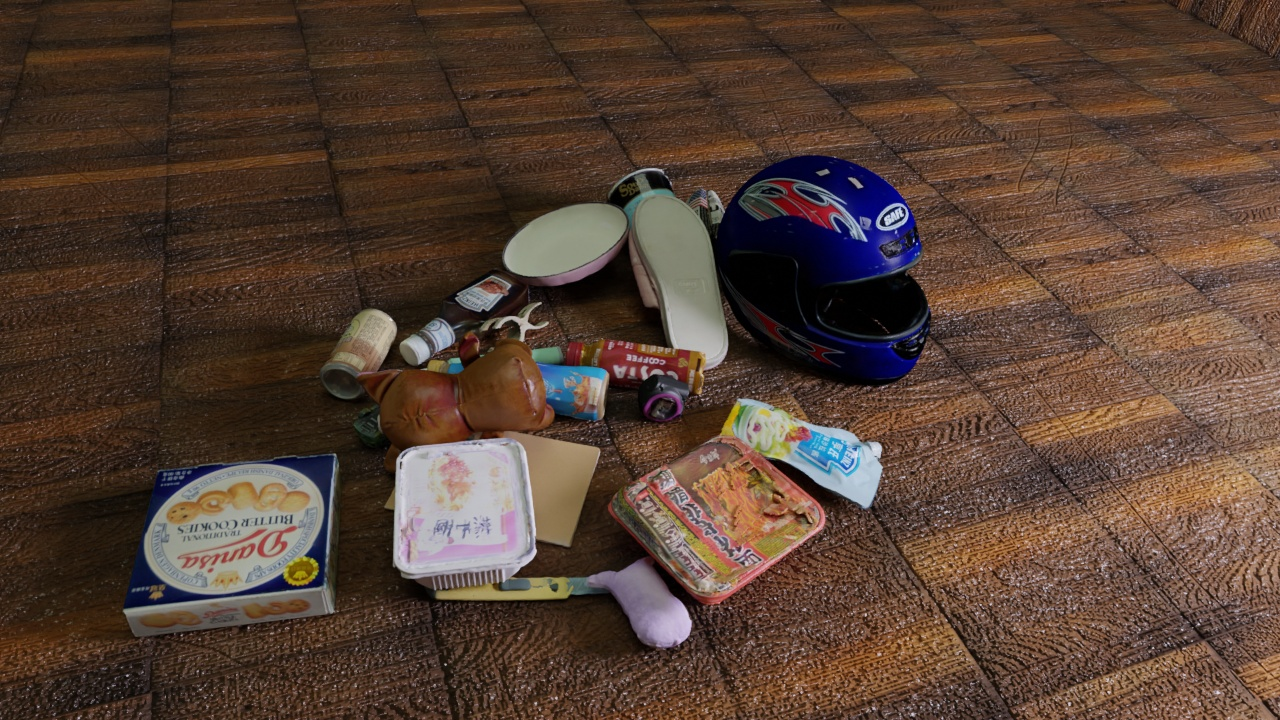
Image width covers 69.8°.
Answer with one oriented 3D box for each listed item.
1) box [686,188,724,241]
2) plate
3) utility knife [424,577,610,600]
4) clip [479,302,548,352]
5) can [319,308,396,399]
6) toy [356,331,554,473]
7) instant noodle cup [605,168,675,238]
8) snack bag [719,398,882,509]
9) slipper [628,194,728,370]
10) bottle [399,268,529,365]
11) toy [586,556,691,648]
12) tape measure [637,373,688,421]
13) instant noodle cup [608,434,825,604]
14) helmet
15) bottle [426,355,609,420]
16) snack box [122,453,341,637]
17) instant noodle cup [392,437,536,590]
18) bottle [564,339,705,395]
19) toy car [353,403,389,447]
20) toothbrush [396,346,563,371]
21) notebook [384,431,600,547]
[{"bbox_3d":[0.092,-0.205,1.421,0.087,0.076,0.162,-11,43,11],"label":"box"},{"bbox_3d":[-0.104,-0.163,1.328,0.192,0.039,0.192,-13,38,10],"label":"plate"},{"bbox_3d":[-0.120,0.230,0.928,0.198,0.021,0.030,4,47,-9],"label":"utility knife"},{"bbox_3d":[-0.161,-0.032,1.211,0.035,0.081,0.104,-6,4,39],"label":"clip"},{"bbox_3d":[-0.348,-0.008,1.136,0.058,0.059,0.116,9,41,4],"label":"can"},{"bbox_3d":[-0.206,0.046,1.032,0.199,0.130,0.140,-19,90,-11],"label":"toy"},{"bbox_3d":[0.019,-0.205,1.372,0.111,0.111,0.120,-14,61,-21],"label":"instant noodle cup"},{"bbox_3d":[0.194,0.104,1.092,0.191,0.039,0.110,20,31,14],"label":"snack bag"},{"bbox_3d":[0.053,-0.107,1.263,0.114,0.055,0.274,-10,67,-15],"label":"slipper"},{"bbox_3d":[-0.235,-0.056,1.217,0.080,0.044,0.194,28,46,25],"label":"bottle"},{"bbox_3d":[0.005,0.240,0.907,0.083,0.039,0.108,-11,42,-32],"label":"toy"},{"bbox_3d":[0.026,0.047,1.118,0.057,0.058,0.039,18,40,-20],"label":"tape measure"},{"bbox_3d":[0.079,0.172,0.966,0.188,0.079,0.164,-26,50,-30],"label":"instant noodle cup"},{"bbox_3d":[0.253,-0.138,1.220,0.315,0.241,0.246,34,48,26],"label":"helmet"},{"bbox_3d":[-0.149,0.028,1.114,0.219,0.065,0.065,8,41,3],"label":"bottle"},{"bbox_3d":[-0.400,0.179,0.924,0.177,0.046,0.182,-5,41,-11],"label":"snack box"},{"bbox_3d":[-0.180,0.162,0.943,0.138,0.060,0.173,-4,41,-10],"label":"instant noodle cup"},{"bbox_3d":[-0.007,0.007,1.161,0.175,0.058,0.057,7,41,1],"label":"bottle"},{"bbox_3d":[-0.291,0.066,1.073,0.043,0.036,0.091,28,46,25],"label":"toy car"},{"bbox_3d":[-0.209,0.007,1.159,0.224,0.026,0.027,-6,26,-14],"label":"toothbrush"},{"bbox_3d":[-0.162,0.132,1.035,0.208,0.008,0.147,11,42,5],"label":"notebook"}]
